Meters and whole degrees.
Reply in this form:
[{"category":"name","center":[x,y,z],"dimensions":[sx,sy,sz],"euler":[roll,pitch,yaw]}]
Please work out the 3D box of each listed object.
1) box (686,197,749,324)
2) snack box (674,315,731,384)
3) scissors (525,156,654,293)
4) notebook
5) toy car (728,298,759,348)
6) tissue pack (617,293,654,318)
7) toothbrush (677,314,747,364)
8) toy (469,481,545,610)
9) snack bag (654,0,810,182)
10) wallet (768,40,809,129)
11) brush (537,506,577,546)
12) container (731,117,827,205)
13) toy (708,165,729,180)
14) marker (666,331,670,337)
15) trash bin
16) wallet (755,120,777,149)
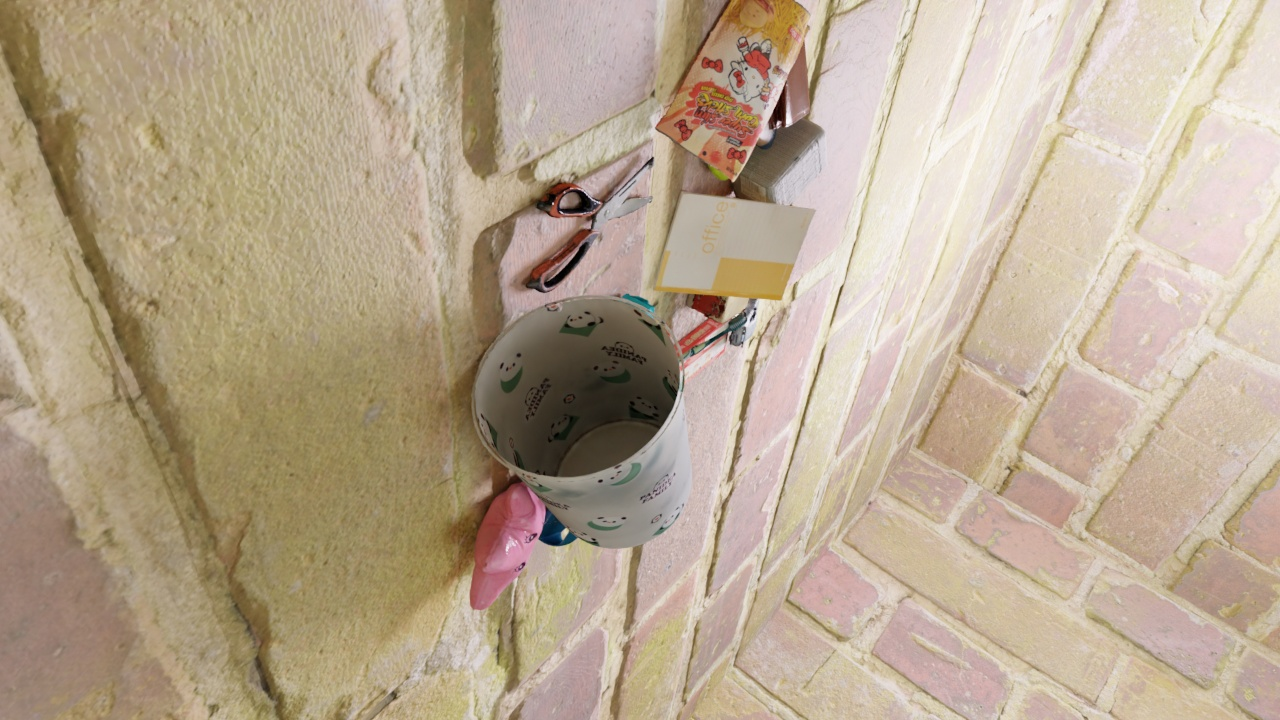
[{"category":"box","center":[0.136,-0.140,1.329],"dimensions":[0.091,0.078,0.169],"euler":[-31,143,-47]},{"category":"snack box","center":[0.087,-0.012,1.443],"dimensions":[0.152,0.025,0.075],"euler":[-38,148,-38]},{"category":"scissors","center":[-0.056,-0.158,1.032],"dimensions":[0.226,0.015,0.189],"euler":[6,113,-62]},{"category":"notebook","center":[0.128,-0.152,1.253],"dimensions":[0.206,0.010,0.146],"euler":[3,121,-24]},{"category":"toy car","center":[0.174,-0.069,1.504],"dimensions":[0.120,0.037,0.054],"euler":[-60,161,-49]},{"category":"tissue pack","center":[-0.037,-0.018,1.182],"dimensions":[0.133,0.050,0.093],"euler":[-43,152,-30]},{"category":"toothbrush","center":[0.074,-0.014,1.344],"dimensions":[0.191,0.016,0.018],"euler":[-31,143,3]},{"category":"toy","center":[-0.175,0.235,1.172],"dimensions":[0.178,0.074,0.195],"euler":[-46,158,-74]},{"category":"snack bag","center":[0.115,-0.329,1.077],"dimensions":[0.128,0.073,0.208],"euler":[27,91,-29]},{"category":"wallet","center":[0.189,-0.367,1.175],"dimensions":[0.101,0.032,0.125],"euler":[-43,132,-51]},{"category":"brush","center":[-0.105,0.210,1.247],"dimensions":[0.055,0.073,0.144],"euler":[-10,150,-34]},{"category":"container","center":[0.188,-0.271,1.270],"dimensions":[0.114,0.090,0.090],"euler":[-49,153,-12]},{"category":"toy","center":[0.108,-0.273,1.184],"dimensions":[0.096,0.031,0.100],"euler":[-47,147,-33]},{"category":"marker","center":[-0.008,0.008,1.304],"dimensions":[0.145,0.017,0.017],"euler":[-45,151,-27]},{"category":"trash bin","center":[-0.046,0.087,1.064],"dimensions":[0.229,0.230,0.252],"euler":[-49,152,-19]},{"category":"wallet","center":[0.143,-0.326,1.168],"dimensions":[0.115,0.033,0.090],"euler":[4,93,-60]}]
